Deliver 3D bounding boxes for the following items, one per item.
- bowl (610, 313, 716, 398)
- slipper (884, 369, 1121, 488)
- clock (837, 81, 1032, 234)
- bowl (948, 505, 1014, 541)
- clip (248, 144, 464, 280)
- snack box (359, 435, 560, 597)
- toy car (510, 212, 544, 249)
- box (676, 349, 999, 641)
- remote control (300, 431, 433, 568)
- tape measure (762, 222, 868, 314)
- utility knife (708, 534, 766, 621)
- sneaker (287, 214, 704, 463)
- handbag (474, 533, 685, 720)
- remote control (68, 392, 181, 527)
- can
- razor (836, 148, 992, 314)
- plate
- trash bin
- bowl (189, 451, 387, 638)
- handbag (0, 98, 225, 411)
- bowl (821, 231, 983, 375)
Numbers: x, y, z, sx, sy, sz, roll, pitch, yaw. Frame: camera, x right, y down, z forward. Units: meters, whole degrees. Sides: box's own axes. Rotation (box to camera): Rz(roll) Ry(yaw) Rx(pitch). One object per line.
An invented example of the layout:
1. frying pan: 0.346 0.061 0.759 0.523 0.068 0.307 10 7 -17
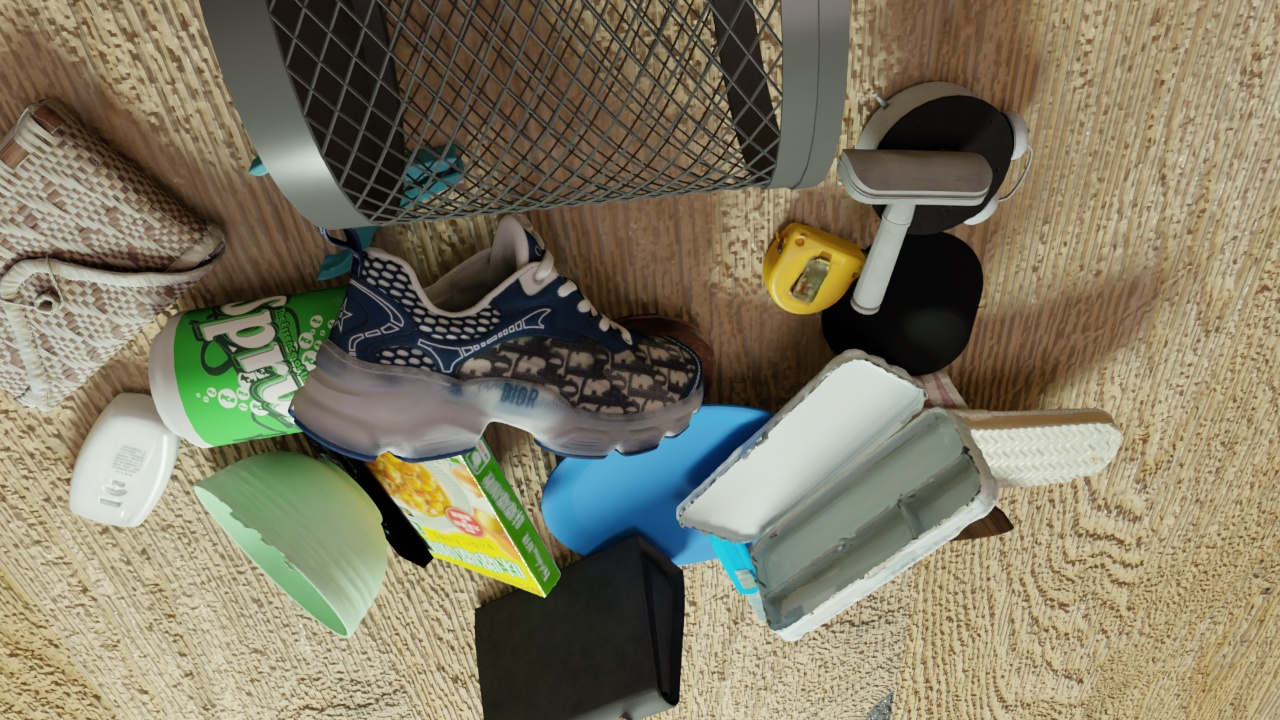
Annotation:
1. bowl: -0.004 0.004 0.665 0.114 0.026 0.102 -9 127 -5
2. slipper: 0.238 0.057 0.729 0.263 0.052 0.115 -1 138 5
3. clock: 0.198 -0.130 0.597 0.122 0.035 0.095 6 125 -16
4. bowl: 0.250 0.129 0.776 0.119 0.119 0.032 -5 86 -7
5. clip: -0.181 -0.106 0.551 0.120 0.033 0.122 32 115 -25
6. snack box: -0.141 0.096 0.661 0.132 0.027 0.168 9 137 33
7. toy car: -0.088 -0.041 0.611 0.039 0.039 0.113 3 128 -39
8. box: 0.133 0.107 0.658 0.129 0.105 0.211 23 123 -27
9. remote control: -0.205 0.101 0.688 0.013 0.034 0.150 -48 129 -30
10. tape measure: 0.115 -0.061 0.637 0.068 0.030 0.059 17 120 -22
11. utility knife: 0.094 0.190 0.817 0.031 0.015 0.220 -15 140 11
12. sneaker: -0.066 -0.018 0.549 0.268 0.103 0.132 1 104 -35
13. handbag: -0.049 0.268 0.734 0.176 0.195 0.072 -29 129 21
14. remote control: -0.361 0.071 0.645 0.060 0.028 0.115 21 120 -24
15. can: -0.225 0.003 0.583 0.140 0.087 0.088 -10 128 -4
16. razor: 0.158 -0.078 0.584 0.088 0.047 0.116 -1 135 -10
17. plate: 0.033 0.099 0.732 0.224 0.024 0.225 -5 139 -5
18. trash bin: -0.047 -0.170 0.413 0.227 0.217 0.218 -9 128 1
19. bowl: -0.236 0.119 0.655 0.076 0.151 0.151 -47 135 -30
20. handbag: -0.354 -0.052 0.543 0.186 0.047 0.124 -35 124 15
21. bowl: 0.200 -0.027 0.664 0.124 0.052 0.124 -5 127 -7
